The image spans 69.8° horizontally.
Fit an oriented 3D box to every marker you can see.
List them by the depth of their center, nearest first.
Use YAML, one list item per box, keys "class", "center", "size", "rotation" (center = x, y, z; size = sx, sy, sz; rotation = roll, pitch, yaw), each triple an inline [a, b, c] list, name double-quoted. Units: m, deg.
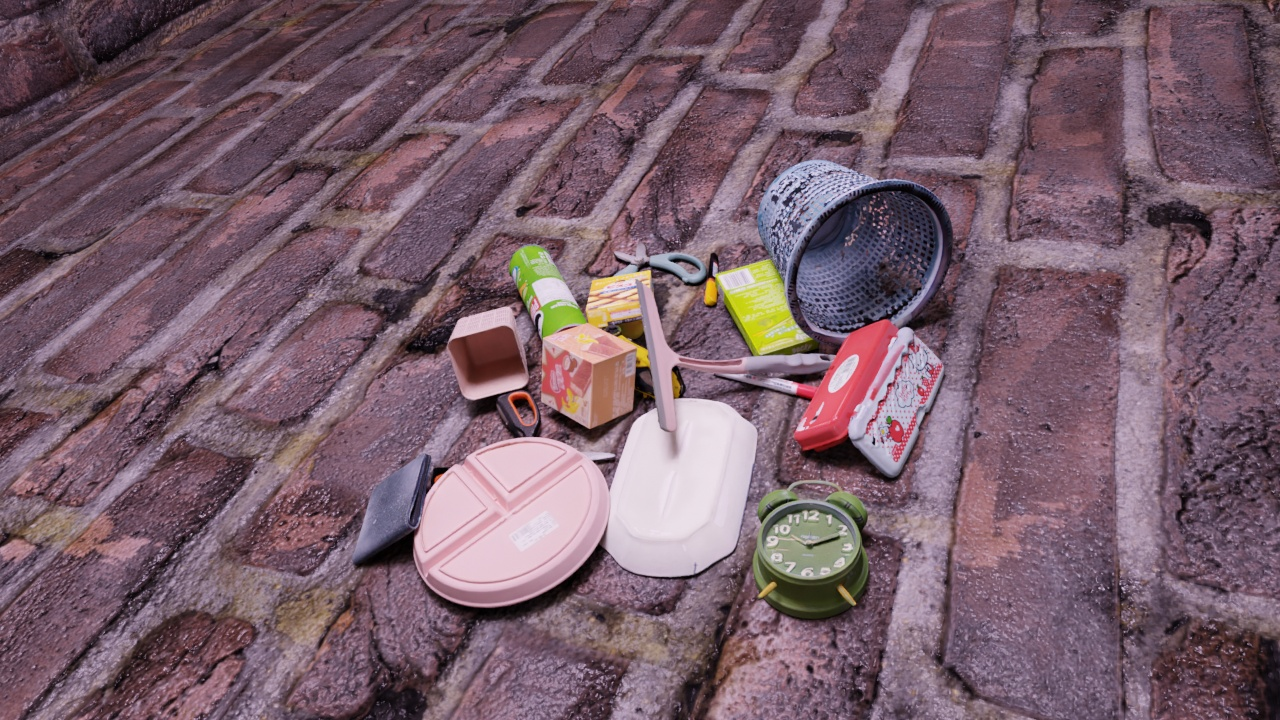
- class: "marker"
  center: [0.157, 0.026, 1.160]
  size: [0.145, 0.017, 0.017]
  rotation: [14, 46, 29]
- class: "marker"
  center: [0.105, -0.121, 1.347]
  size: [0.015, 0.018, 0.123]
  rotation: [-33, 29, 30]

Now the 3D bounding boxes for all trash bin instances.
- class: "trash bin"
  center: [0.257, -0.160, 1.201]
  size: [0.226, 0.227, 0.195]
  rotation: [-18, 35, -7]

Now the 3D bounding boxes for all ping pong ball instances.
- class: "ping pong ball"
  center: [-0.013, -0.049, 1.274]
  size: [0.040, 0.040, 0.040]
  rotation: [-7, 40, 6]

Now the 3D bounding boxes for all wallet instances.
- class: "wallet"
  center: [-0.290, 0.171, 1.072]
  size: [0.097, 0.019, 0.120]
  rotation: [-32, 32, 22]

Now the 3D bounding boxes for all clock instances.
- class: "clock"
  center: [0.174, 0.185, 0.937]
  size: [0.116, 0.056, 0.160]
  rotation: [1, 41, 14]

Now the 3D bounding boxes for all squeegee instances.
- class: "squeegee"
  center: [0.125, 0.002, 1.138]
  size: [0.249, 0.040, 0.247]
  rotation: [2, 46, -11]

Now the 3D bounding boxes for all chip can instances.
- class: "chip can"
  center: [-0.130, -0.083, 1.319]
  size: [0.072, 0.072, 0.236]
  rotation: [-20, 40, -9]

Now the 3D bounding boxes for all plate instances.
- class: "plate"
  center: [-0.148, 0.171, 1.027]
  size: [0.230, 0.028, 0.229]
  rotation: [-9, 42, 8]
- class: "plate"
  center: [0.044, 0.130, 1.052]
  size: [0.162, 0.034, 0.264]
  rotation: [2, 42, 17]

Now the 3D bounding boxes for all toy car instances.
- class: "toy car"
  center: [-0.007, 0.007, 1.182]
  size: [0.156, 0.071, 0.041]
  rotation: [27, 52, 36]

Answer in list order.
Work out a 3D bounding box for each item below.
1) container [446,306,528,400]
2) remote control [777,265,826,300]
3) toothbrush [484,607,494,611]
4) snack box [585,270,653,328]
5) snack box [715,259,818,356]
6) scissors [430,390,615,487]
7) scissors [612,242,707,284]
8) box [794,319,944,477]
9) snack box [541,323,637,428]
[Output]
- class: "container"
  center: [-0.202, -0.014, 1.229]
  size: [0.090, 0.090, 0.111]
  rotation: [-15, 21, -2]
- class: "remote control"
  center: [0.194, -0.097, 1.290]
  size: [0.149, 0.021, 0.058]
  rotation: [-31, 52, -21]
- class: "toothbrush"
  center: [-0.206, 0.217, 1.031]
  size: [0.012, 0.017, 0.186]
  rotation: [-26, 43, -20]
- class: "snack box"
  center: [-0.026, -0.085, 1.269]
  size: [0.087, 0.034, 0.140]
  rotation: [-10, 19, 5]
- class: "snack box"
  center: [0.167, -0.067, 1.232]
  size: [0.085, 0.026, 0.156]
  rotation: [-17, 52, -10]
- class: "scissors"
  center: [-0.147, 0.119, 1.129]
  size: [0.234, 0.022, 0.220]
  rotation: [-11, 44, 1]
- class: "scissors"
  center: [0.026, -0.134, 1.383]
  size: [0.181, 0.019, 0.169]
  rotation: [-5, 39, 10]
- class: "box"
  center: [0.276, 0.049, 1.086]
  size: [0.103, 0.100, 0.200]
  rotation: [-27, 20, 50]
- class: "snack box"
  center: [-0.066, 0.018, 1.152]
  size: [0.094, 0.093, 0.076]
  rotation: [26, 34, 37]
